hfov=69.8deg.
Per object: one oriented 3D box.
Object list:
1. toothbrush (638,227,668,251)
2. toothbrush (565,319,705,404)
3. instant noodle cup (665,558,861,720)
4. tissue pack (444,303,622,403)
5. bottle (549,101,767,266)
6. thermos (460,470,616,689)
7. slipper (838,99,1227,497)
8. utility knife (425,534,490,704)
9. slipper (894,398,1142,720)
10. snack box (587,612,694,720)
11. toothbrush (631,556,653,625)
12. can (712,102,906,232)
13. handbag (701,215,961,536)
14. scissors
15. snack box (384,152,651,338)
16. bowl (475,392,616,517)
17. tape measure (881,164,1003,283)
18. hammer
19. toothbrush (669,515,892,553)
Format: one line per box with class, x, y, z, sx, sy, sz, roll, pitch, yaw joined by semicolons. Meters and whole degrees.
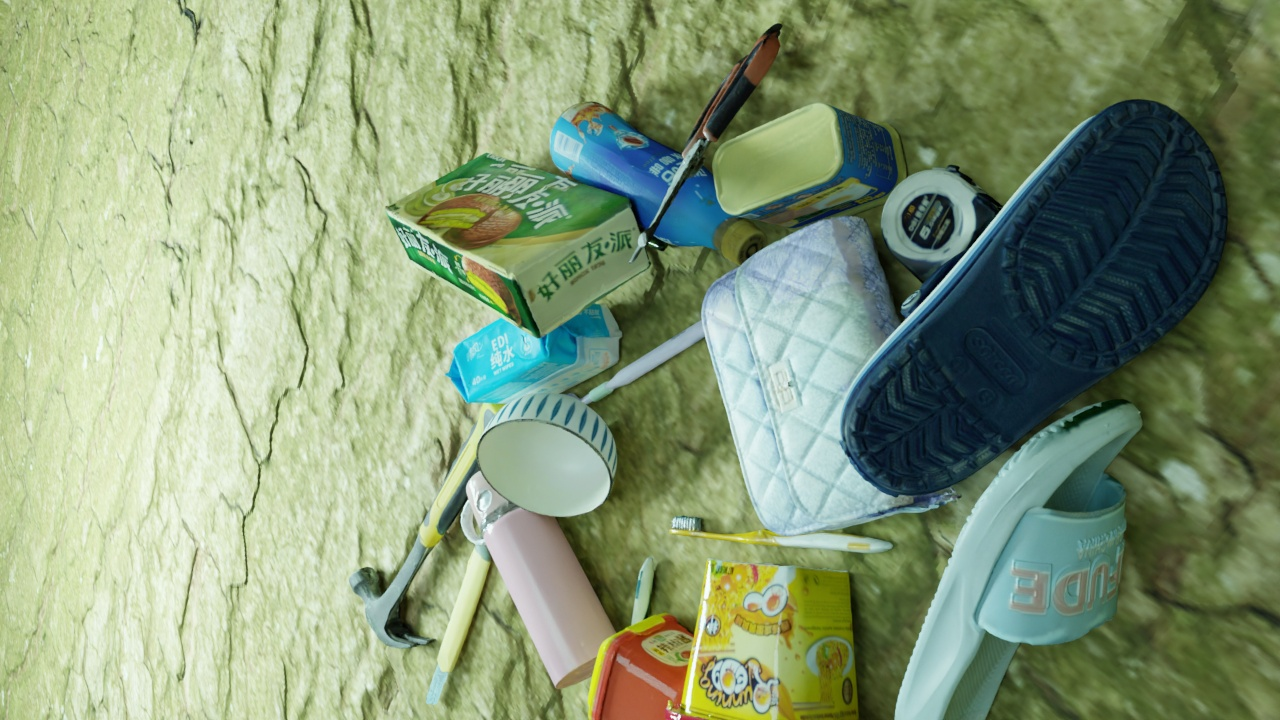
toothbrush;-0.045;-0.125;0.800;0.186;0.012;0.017;28;114;38
toothbrush;-0.004;0.004;0.759;0.190;0.029;0.021;-30;111;36
instant noodle cup;0.090;0.200;0.621;0.116;0.116;0.123;-5;74;42
tissue pack;-0.092;-0.008;0.788;0.140;0.089;0.063;-26;71;38
bottle;0.013;-0.135;0.708;0.219;0.065;0.065;40;115;37
thermos;-0.095;0.187;0.803;0.087;0.067;0.198;-44;63;20
slipper;0.215;-0.025;0.520;0.105;0.095;0.253;41;98;0
utility knife;-0.184;0.265;0.914;0.031;0.021;0.198;34;105;42
slipper;0.216;0.135;0.511;0.074;0.103;0.246;33;116;40
snack box;0.017;0.246;0.694;0.080;0.091;0.082;20;103;33
toothbrush;-0.005;0.254;0.760;0.018;0.016;0.192;15;100;30
can;0.111;-0.127;0.614;0.102;0.083;0.057;-16;79;40
handbag;0.119;0.017;0.612;0.134;0.075;0.193;-27;73;39
scissors;0.046;-0.151;0.617;0.015;0.205;0.197;35;107;-11
snack box;-0.109;-0.103;0.759;0.240;0.114;0.063;29;147;49
bowl;-0.073;0.070;0.773;0.117;0.116;0.066;-34;24;36
tape measure;0.188;-0.087;0.580;0.066;0.033;0.066;-50;61;27
hammer;-0.204;0.166;0.925;0.126;0.031;0.324;48;119;31
toothbrush;0.096;0.126;0.672;0.192;0.016;0.018;-5;79;42
